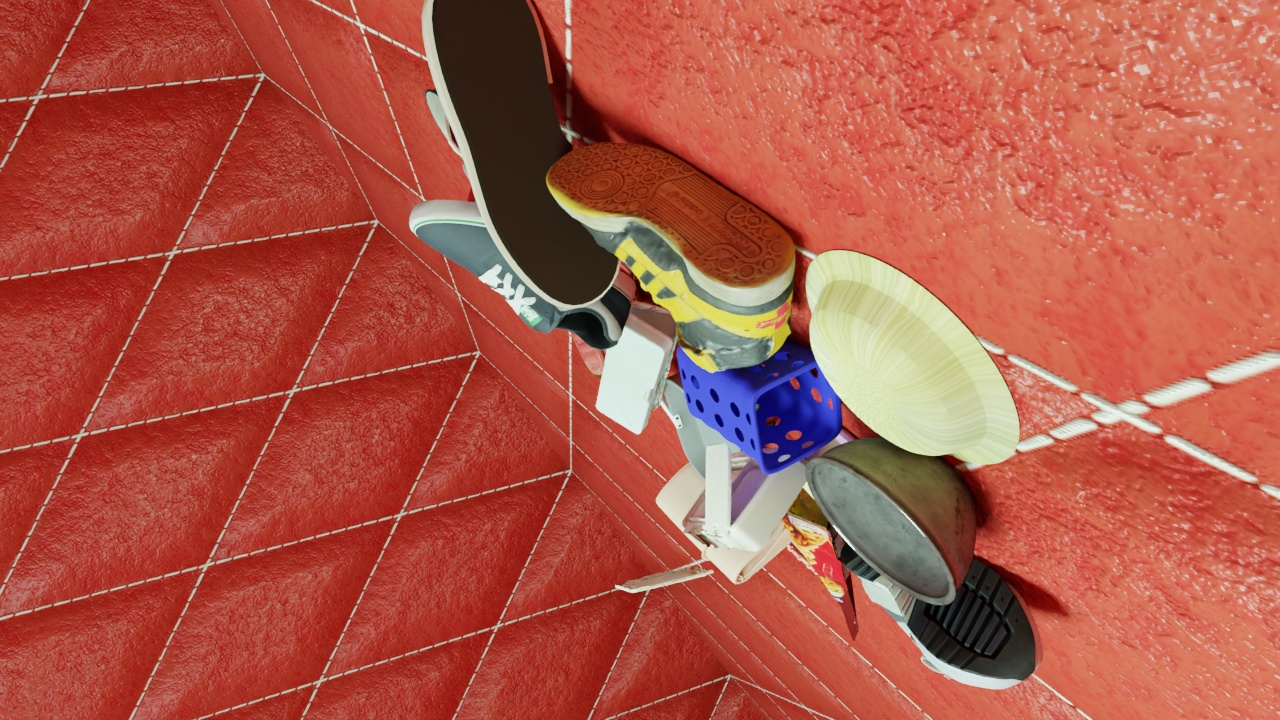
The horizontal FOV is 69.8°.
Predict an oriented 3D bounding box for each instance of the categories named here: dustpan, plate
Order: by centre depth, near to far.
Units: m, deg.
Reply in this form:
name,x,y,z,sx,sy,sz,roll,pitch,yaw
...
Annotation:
name,x,y,z,sx,sy,sz,roll,pitch,yaw
plate,0.167,0.011,0.625,0.184,0.036,0.184,47,167,14
dustpan,0.066,0.082,1.107,0.257,0.033,0.163,-126,14,-55

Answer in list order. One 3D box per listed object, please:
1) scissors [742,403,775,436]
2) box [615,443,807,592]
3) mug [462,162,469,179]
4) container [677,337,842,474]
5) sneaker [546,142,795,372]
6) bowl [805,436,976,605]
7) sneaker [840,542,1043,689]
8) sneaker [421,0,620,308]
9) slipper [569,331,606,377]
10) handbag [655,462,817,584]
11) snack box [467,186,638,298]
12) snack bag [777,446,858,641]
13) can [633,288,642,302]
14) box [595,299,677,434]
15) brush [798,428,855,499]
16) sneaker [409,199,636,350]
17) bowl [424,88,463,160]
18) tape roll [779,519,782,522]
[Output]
name,x,y,z,sx,sy,sz,roll,pitch,yaw
scissors,0.117,0.063,0.986,0.130,0.019,0.135,47,162,54
box,0.055,0.144,0.823,0.081,0.181,0.144,40,162,-7
mug,-0.121,-0.201,0.890,0.071,0.089,0.107,54,167,-14
container,0.097,0.024,0.768,0.113,0.085,0.084,36,145,52
sneaker,0.026,-0.081,0.724,0.238,0.086,0.122,37,158,35
bowl,0.203,0.111,0.707,0.145,0.067,0.145,46,164,16
sneaker,0.274,0.228,0.791,0.124,0.089,0.240,51,176,-21
sneaker,-0.114,-0.184,0.802,0.294,0.111,0.116,66,165,-20
slipper,-0.079,-0.102,1.093,0.249,0.059,0.104,65,163,-1
handbag,0.127,0.231,1.195,0.199,0.116,0.187,42,165,33
snack box,-0.082,-0.117,0.912,0.152,0.035,0.133,6,156,8
snack bag,0.193,0.188,0.964,0.208,0.067,0.138,60,-175,-45
can,-0.040,-0.086,1.017,0.096,0.054,0.054,54,167,-15
box,-0.007,0.011,1.025,0.199,0.086,0.072,102,169,-58
brush,0.153,0.076,0.842,0.228,0.043,0.089,45,166,22
sneaker,-0.111,-0.076,0.869,0.235,0.079,0.084,23,154,-27
bowl,-0.169,-0.253,0.973,0.115,0.059,0.116,47,167,14
tape roll,0.151,0.144,1.066,0.093,0.030,0.094,47,167,14
